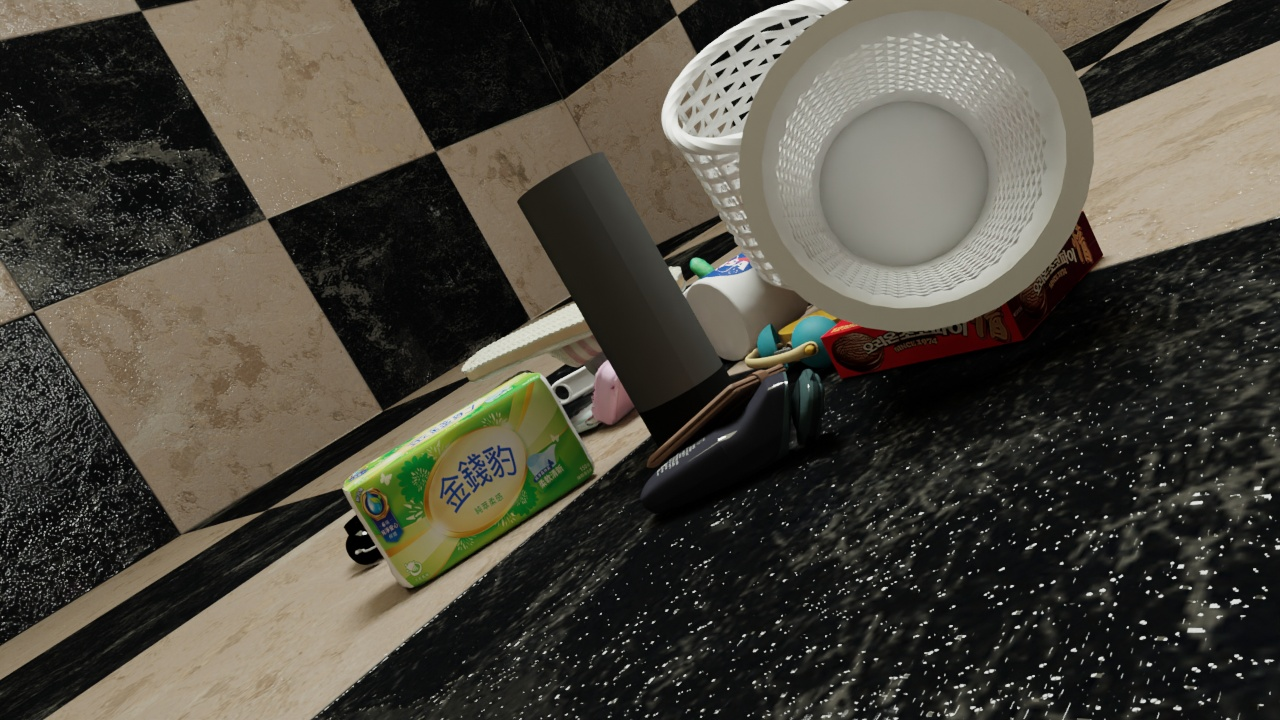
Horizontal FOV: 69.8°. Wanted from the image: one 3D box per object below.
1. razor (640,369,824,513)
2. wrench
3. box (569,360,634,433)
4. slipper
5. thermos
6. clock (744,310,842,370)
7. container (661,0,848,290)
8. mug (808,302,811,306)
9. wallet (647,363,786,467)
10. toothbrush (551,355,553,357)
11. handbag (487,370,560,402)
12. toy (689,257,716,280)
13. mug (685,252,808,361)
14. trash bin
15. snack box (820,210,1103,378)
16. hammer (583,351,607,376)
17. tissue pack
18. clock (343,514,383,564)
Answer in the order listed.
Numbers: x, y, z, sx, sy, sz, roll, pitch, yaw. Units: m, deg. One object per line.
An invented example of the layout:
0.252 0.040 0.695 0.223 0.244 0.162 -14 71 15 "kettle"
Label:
0.060 0.056 0.600 0.143 0.052 0.047 -32 11 13 "razor"
-0.008 -0.012 1.170 0.274 0.066 0.018 -30 8 24 "wrench"
0.003 0.015 1.022 0.200 0.066 0.154 -37 -15 -42 "box"
-0.069 -0.029 0.993 0.263 0.052 0.115 -22 16 13 "slipper"
-0.006 -0.046 0.763 0.082 0.240 0.082 -30 5 2 "thermos"
0.150 -0.022 0.776 0.129 0.044 0.099 -25 7 -23 "clock"
0.145 -0.192 0.836 0.190 0.187 0.189 -22 42 21 "container"
0.155 -0.081 1.038 0.105 0.071 0.077 19 41 41 "mug"
0.057 0.038 0.660 0.088 0.013 0.120 -44 -12 22 "wallet"
-0.039 -0.047 1.061 0.182 0.015 0.018 -29 25 33 "toothbrush"
-0.164 0.076 1.040 0.151 0.074 0.176 -36 2 8 "handbag"
0.128 -0.098 1.190 0.130 0.072 0.193 6 3 -11 "toy"
0.103 -0.059 0.963 0.090 0.091 0.121 -33 9 -27 "mug"
0.179 -0.125 0.622 0.196 0.195 0.199 -26 0 16 "trash bin"
0.231 -0.046 0.669 0.132 0.036 0.152 -35 11 -35 "snack box"
-0.066 -0.035 1.206 0.131 0.039 0.329 -45 15 -16 "hammer"
-0.158 0.101 0.827 0.197 0.120 0.141 -25 9 -17 "tissue pack"
-0.258 0.169 0.947 0.091 0.042 0.121 -30 9 -6 "clock"
